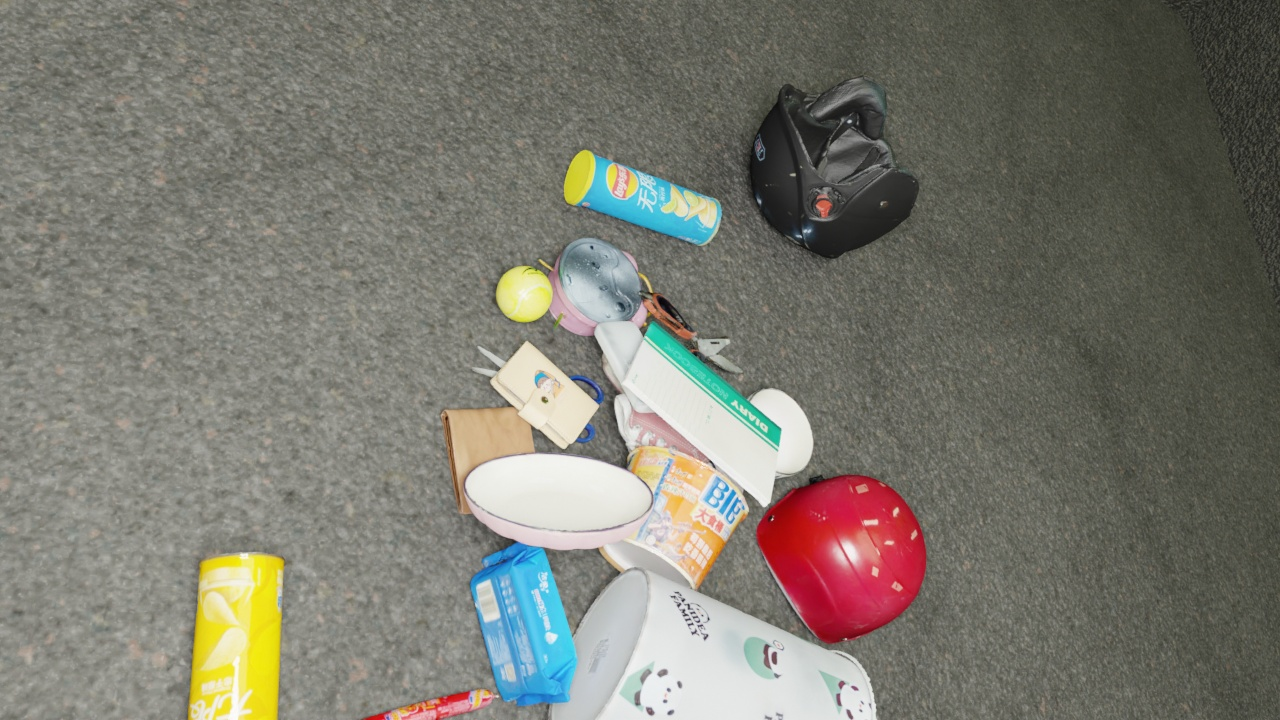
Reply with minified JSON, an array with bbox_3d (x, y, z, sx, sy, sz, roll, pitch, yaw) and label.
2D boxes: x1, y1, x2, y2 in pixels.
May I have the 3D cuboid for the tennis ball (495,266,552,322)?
[{"bbox_3d":[-0.135,-0.077,1.067,0.065,0.066,0.065,15,61,-29],"label":"tennis ball"}]

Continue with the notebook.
[{"bbox_3d":[0.075,0.055,1.036,0.209,0.012,0.150,40,30,-9],"label":"notebook"}]

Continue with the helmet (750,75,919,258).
[{"bbox_3d":[0.272,-0.277,1.346,0.274,0.231,0.233,23,43,-27],"label":"helmet"}]

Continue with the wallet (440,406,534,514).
[{"bbox_3d":[-0.159,0.106,0.995,0.101,0.020,0.115,0,72,-37],"label":"wallet"}]

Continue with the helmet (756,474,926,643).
[{"bbox_3d":[0.286,0.235,1.174,0.239,0.144,0.207,-26,83,-41],"label":"helmet"}]

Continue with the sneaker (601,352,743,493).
[{"bbox_3d":[0.021,0.081,1.077,0.087,0.118,0.241,-32,69,-23],"label":"sneaker"}]

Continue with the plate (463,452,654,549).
[{"bbox_3d":[-0.083,0.145,0.927,0.192,0.192,0.039,-5,109,-37],"label":"plate"}]

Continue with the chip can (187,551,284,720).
[{"bbox_3d":[-0.335,0.271,0.758,0.072,0.072,0.213,8,63,-33],"label":"chip can"}]

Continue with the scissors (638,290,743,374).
[{"bbox_3d":[0.067,-0.021,1.166,0.224,0.015,0.188,45,28,-22],"label":"scissors"}]

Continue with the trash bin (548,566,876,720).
[{"bbox_3d":[0.062,0.344,0.917,0.252,0.230,0.228,32,54,-13],"label":"trash bin"}]

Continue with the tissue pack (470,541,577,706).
[{"bbox_3d":[-0.114,0.261,0.905,0.052,0.095,0.157,-6,73,-43],"label":"tissue pack"}]

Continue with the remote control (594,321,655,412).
[{"bbox_3d":[-0.006,0.006,1.050,0.055,0.020,0.136,-4,47,-32],"label":"remote control"}]

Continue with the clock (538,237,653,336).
[{"bbox_3d":[-0.046,-0.087,1.140,0.158,0.060,0.117,-2,69,-34],"label":"clock"}]

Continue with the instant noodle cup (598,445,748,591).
[{"bbox_3d":[0.029,0.183,1.016,0.151,0.152,0.111,39,60,-15],"label":"instant noodle cup"}]

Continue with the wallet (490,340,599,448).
[{"bbox_3d":[-0.108,0.040,1.039,0.115,0.024,0.087,44,45,-8],"label":"wallet"}]

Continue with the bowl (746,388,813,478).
[{"bbox_3d":[0.161,0.101,1.194,0.116,0.066,0.116,15,62,-30],"label":"bowl"}]

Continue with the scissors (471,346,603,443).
[{"bbox_3d":[-0.116,0.042,1.061,0.169,0.012,0.144,-6,72,-36],"label":"scissors"}]

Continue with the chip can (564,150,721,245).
[{"bbox_3d":[0.005,-0.214,1.229,0.210,0.071,0.071,14,61,-30],"label":"chip can"}]

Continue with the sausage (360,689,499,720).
[{"bbox_3d":[-0.203,0.330,0.858,0.155,0.020,0.020,-2,70,-36],"label":"sausage"}]
